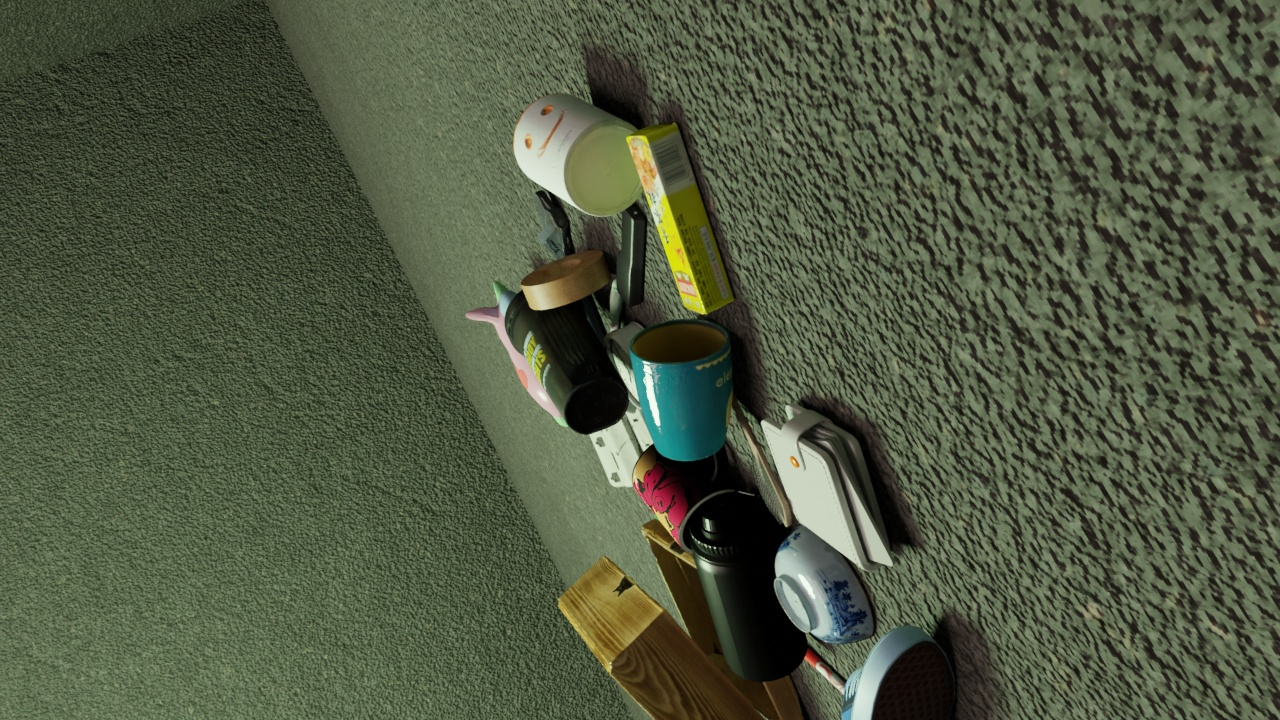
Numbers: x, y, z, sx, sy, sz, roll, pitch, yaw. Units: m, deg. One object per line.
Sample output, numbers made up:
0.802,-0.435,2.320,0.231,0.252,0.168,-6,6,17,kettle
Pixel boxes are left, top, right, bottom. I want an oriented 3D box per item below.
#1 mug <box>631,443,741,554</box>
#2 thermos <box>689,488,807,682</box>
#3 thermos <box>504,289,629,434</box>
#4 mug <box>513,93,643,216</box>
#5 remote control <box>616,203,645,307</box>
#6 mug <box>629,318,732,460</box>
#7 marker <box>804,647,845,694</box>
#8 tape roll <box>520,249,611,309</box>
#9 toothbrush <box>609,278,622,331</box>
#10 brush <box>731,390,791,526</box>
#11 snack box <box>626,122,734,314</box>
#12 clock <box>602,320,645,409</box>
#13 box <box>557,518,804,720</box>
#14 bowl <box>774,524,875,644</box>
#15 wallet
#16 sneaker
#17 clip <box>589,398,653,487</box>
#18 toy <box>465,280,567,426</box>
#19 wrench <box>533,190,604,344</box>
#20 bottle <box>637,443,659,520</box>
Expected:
0.054,0.121,0.936,0.098,0.081,0.118,46,129,47,mug
0.102,0.210,0.888,0.086,0.086,0.199,39,151,56,thermos
-0.083,-0.011,1.006,0.220,0.098,0.098,-125,17,-52,thermos
-0.050,-0.175,0.776,0.105,0.082,0.082,41,153,51,mug
-0.010,-0.100,0.883,0.032,0.015,0.137,56,162,25,remote control
0.041,0.021,0.799,0.112,0.084,0.104,-72,-23,-60,mug
0.186,0.312,0.917,0.142,0.012,0.013,32,145,61,marker
-0.079,-0.087,0.979,0.094,0.094,0.027,27,141,64,tape roll
-0.029,-0.050,1.019,0.022,0.015,0.155,24,156,7,toothbrush
0.095,0.078,0.783,0.050,0.015,0.135,70,178,-57,brush
0.032,-0.109,0.715,0.040,0.029,0.148,28,141,64,snack box
-0.006,0.006,0.999,0.094,0.035,0.123,68,163,-14,clock
0.065,0.366,1.165,0.251,0.191,0.279,52,166,-12,box
0.150,0.204,0.802,0.114,0.045,0.114,55,162,27,bowl
0.144,0.096,0.673,0.115,0.037,0.118,33,150,60,wallet
0.188,0.276,0.735,0.098,0.083,0.241,45,158,47,sneaker
0.000,0.078,1.087,0.152,0.101,0.126,-22,96,45,clip
-0.133,-0.009,1.257,0.222,0.120,0.171,49,168,44,toy
-0.073,-0.076,1.106,0.073,0.022,0.273,17,131,59,wrench
0.011,0.147,1.154,0.111,0.043,0.043,56,162,29,bottle
